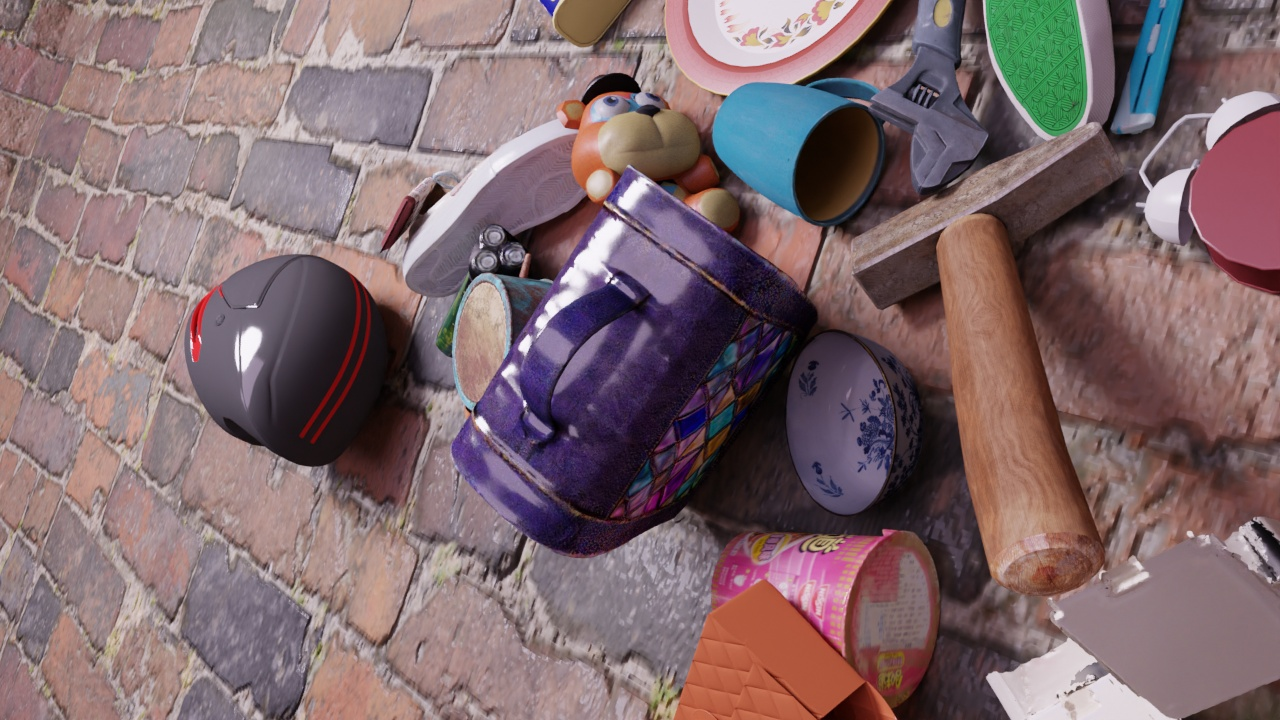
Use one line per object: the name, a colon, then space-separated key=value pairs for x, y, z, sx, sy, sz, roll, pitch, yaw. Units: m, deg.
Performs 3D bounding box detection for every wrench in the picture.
wrench: x=0.199 y=-0.231 z=0.602 sx=0.073 sy=0.022 sz=0.272 roll=10 pitch=71 yaw=9

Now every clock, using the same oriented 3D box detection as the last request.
clock: x=-0.111 y=-0.001 z=0.779 sx=0.158 sy=0.073 sz=0.121 roll=-49 pitch=47 yaw=40
clock: x=0.319 y=-0.084 z=0.465 sx=0.087 sy=0.044 sz=0.124 roll=-55 pitch=50 yaw=12

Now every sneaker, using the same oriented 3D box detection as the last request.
sneaker: x=0.257 y=-0.247 z=0.556 sx=0.084 sy=0.079 sz=0.235 roll=137 pitch=124 yaw=-73
sneaker: x=-0.133 y=-0.157 z=0.835 sx=0.243 sy=0.089 sz=0.090 roll=-33 pitch=52 yaw=29

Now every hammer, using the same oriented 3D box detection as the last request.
hammer: x=0.183 y=-0.010 z=0.457 sx=0.158 sy=0.037 sz=0.299 roll=-28 pitch=27 yaw=30

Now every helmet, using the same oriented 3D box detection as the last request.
helmet: x=-0.338 y=-0.011 z=0.909 sx=0.170 sy=0.164 sz=0.264 roll=-27 pitch=49 yaw=18

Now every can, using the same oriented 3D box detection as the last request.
can: x=-0.049 y=-0.367 z=0.855 sx=0.116 sy=0.056 sz=0.092 roll=-46 pitch=51 yaw=19

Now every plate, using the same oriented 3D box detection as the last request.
plate: x=0.117 y=-0.311 z=0.721 sx=0.230 sy=0.021 sz=0.229 roll=-14 pitch=68 yaw=36

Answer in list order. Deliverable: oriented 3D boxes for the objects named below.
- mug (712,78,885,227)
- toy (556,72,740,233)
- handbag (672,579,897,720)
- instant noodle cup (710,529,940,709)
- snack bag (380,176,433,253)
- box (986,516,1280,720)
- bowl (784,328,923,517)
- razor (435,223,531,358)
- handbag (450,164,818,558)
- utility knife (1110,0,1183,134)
mug: x=0.116 y=-0.160 z=0.644 sx=0.112 sy=0.084 sz=0.104 roll=-38 pitch=43 yaw=-11
toy: x=-0.001 y=-0.153 z=0.718 sx=0.176 sy=0.112 sz=0.096 roll=56 pitch=149 yaw=35
handbag: x=0.067 y=0.224 z=0.509 sx=0.109 sy=0.060 sz=0.172 roll=40 pitch=136 yaw=32
instant noodle cup: x=0.104 y=0.143 z=0.544 sx=0.109 sy=0.097 sz=0.097 roll=-1 pitch=75 yaw=47
snack bag: x=-0.228 y=-0.146 z=0.904 sx=0.057 sy=0.013 sz=0.157 roll=-57 pitch=13 yaw=14
box: x=0.219 y=0.143 z=0.368 sx=0.144 sy=0.192 sz=0.106 roll=-46 pitch=46 yaw=27
bowl: x=0.138 y=0.037 z=0.562 sx=0.114 sy=0.045 sz=0.114 roll=176 pitch=90 yaw=-67
razor: x=-0.150 y=-0.057 z=0.827 sx=0.054 sy=0.067 sz=0.152 roll=44 pitch=122 yaw=7
handbag: x=-0.003 y=0.003 z=0.574 sx=0.125 sy=0.221 sz=0.205 roll=39 pitch=102 yaw=21
utility knife: x=0.304 y=-0.203 z=0.537 sx=0.022 sy=0.015 sz=0.151 roll=10 pitch=80 yaw=42
